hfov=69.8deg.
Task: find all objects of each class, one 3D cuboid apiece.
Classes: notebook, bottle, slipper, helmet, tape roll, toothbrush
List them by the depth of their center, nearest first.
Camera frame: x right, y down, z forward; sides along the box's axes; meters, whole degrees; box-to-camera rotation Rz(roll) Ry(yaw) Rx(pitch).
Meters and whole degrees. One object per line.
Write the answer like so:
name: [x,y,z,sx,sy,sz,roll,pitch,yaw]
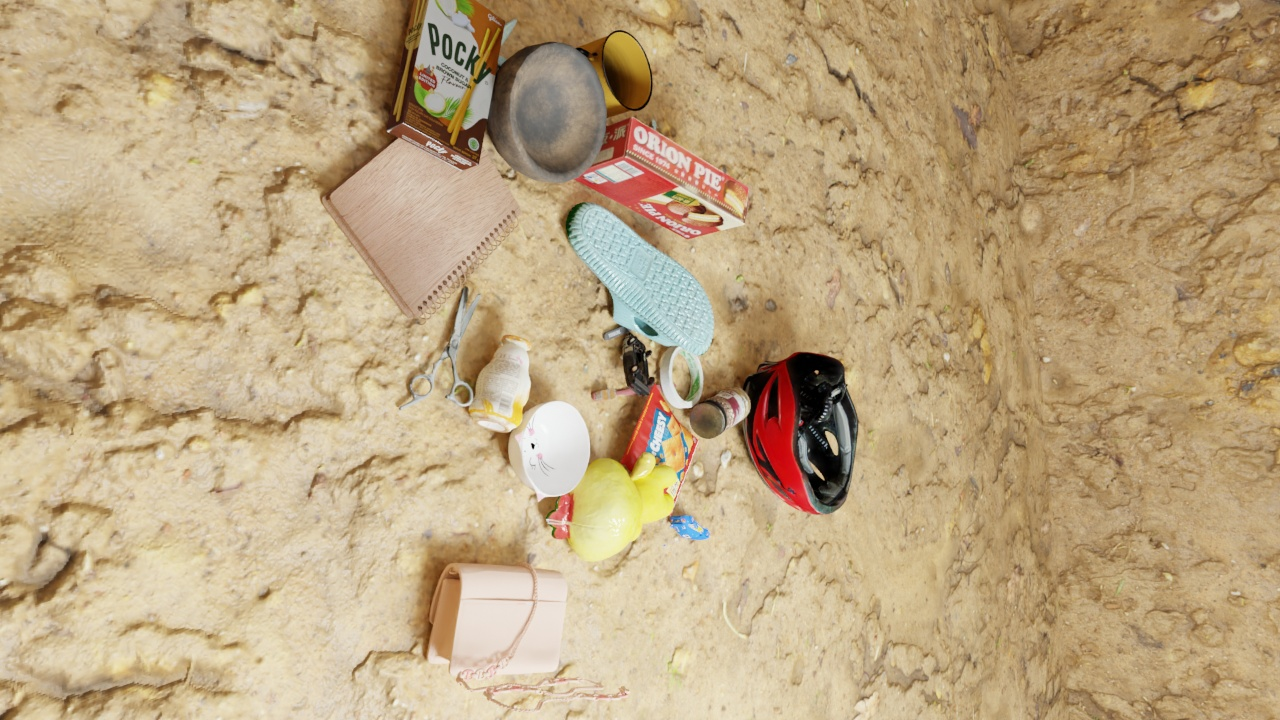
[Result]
notebook: [-0.231,-0.167,1.020,0.169,0.022,0.209,58,47,-28]
bottle: [-0.157,0.026,1.060,0.063,0.063,0.108,34,62,-44]
slipper: [-0.004,-0.108,1.255,0.276,0.070,0.115,39,56,-24]
toothbrush: [-0.002,0.042,1.284,0.184,0.016,0.015,-5,88,-52]
toothbrush: [0.003,-0.055,1.300,0.166,0.013,0.013,-25,106,-46]
tape roll: [0.061,0.024,1.351,0.093,0.018,0.093,15,72,-53]
bottle: [0.121,0.078,1.385,0.105,0.056,0.056,-23,105,-57]
helmet: [0.261,0.119,1.473,0.216,0.167,0.272,-37,115,-45]

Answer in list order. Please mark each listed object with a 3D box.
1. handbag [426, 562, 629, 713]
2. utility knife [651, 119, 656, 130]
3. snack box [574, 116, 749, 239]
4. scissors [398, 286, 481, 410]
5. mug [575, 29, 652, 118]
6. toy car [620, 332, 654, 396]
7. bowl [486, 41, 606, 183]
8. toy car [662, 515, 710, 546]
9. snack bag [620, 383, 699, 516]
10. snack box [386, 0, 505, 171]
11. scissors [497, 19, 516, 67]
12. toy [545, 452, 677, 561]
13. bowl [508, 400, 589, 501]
handbag: [-0.109,0.292,0.999,0.198,0.188,0.116,17,81,-44]
utility knife: [0.011,-0.281,1.325,0.022,0.015,0.148,15,73,-42]
snack box: [0.030,-0.241,1.247,0.236,0.113,0.060,21,71,-40]
scissors: [-0.221,-0.013,1.024,0.120,0.014,0.159,-2,76,-34]
mug: [-0.059,-0.367,1.183,0.123,0.094,0.100,17,73,-50]
toy car: [-0.007,0.007,1.253,0.040,0.037,0.092,40,32,-40]
bowl: [-0.120,-0.297,1.105,0.161,0.070,0.162,-16,111,-47]
toy car: [0.063,0.259,1.325,0.092,0.033,0.061,44,48,-39]
snack bag: [0.028,0.127,1.293,0.144,0.039,0.130,52,50,-40]
snack box: [-0.212,-0.318,1.015,0.101,0.032,0.185,23,68,-44]
scissors: [-0.195,-0.371,1.084,0.175,0.013,0.170,53,51,-34]
toy: [-0.026,0.188,1.184,0.207,0.092,0.134,-14,111,-53]
bowl: [-0.118,0.106,1.110,0.114,0.051,0.114,5,83,-50]
